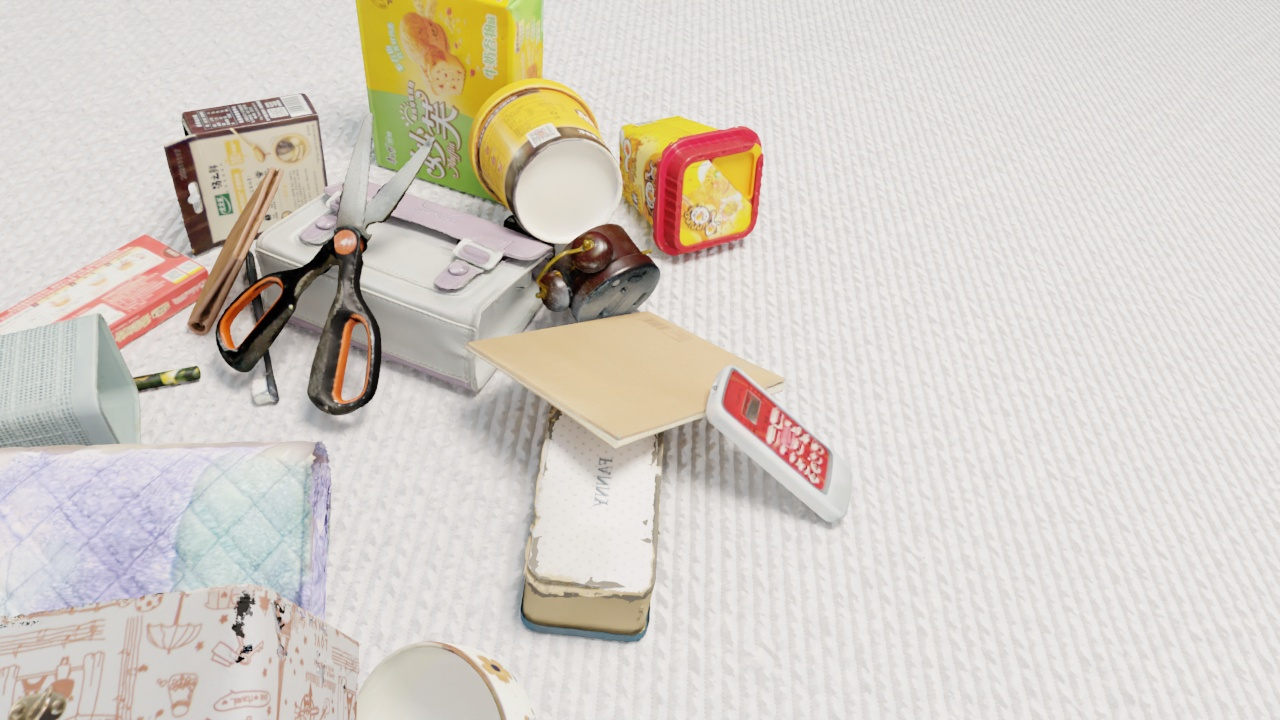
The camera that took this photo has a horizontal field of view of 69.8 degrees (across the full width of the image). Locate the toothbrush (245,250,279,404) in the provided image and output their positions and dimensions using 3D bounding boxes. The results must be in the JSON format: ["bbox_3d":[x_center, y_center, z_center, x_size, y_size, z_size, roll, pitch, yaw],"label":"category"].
[{"bbox_3d":[-0.310,-0.031,0.742,0.018,0.016,0.181,-16,50,-12],"label":"toothbrush"}]

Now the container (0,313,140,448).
[{"bbox_3d":[-0.404,0.036,0.606,0.111,0.090,0.090,-13,48,-18],"label":"container"}]

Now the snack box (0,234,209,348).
[{"bbox_3d":[-0.427,-0.042,0.725,0.075,0.026,0.152,25,46,17],"label":"snack box"}]

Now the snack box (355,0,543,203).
[{"bbox_3d":[-0.175,-0.265,0.863,0.158,0.210,0.069,19,46,11],"label":"snack box"}]

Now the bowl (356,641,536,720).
[{"bbox_3d":[-0.096,0.208,0.486,0.113,0.113,0.062,48,13,33],"label":"bowl"}]

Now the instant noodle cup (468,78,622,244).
[{"bbox_3d":[-0.077,-0.165,0.781,0.118,0.119,0.114,-9,36,-18],"label":"instant noodle cup"}]

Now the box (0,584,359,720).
[{"bbox_3d":[-0.226,0.220,0.395,0.183,0.157,0.193,-8,59,2],"label":"box"}]

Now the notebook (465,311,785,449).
[{"bbox_3d":[-0.004,0.004,0.695,0.149,0.012,0.211,30,26,31],"label":"notebook"}]

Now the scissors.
[{"bbox_3d":[-0.233,-0.069,0.678,0.211,0.021,0.221,-11,83,9],"label":"scissors"}]

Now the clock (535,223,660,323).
[{"bbox_3d":[-0.037,-0.071,0.763,0.121,0.082,0.055,-3,54,-55],"label":"clock"}]

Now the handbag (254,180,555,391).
[{"bbox_3d":[-0.187,-0.075,0.754,0.197,0.099,0.144,20,39,10],"label":"handbag"}]

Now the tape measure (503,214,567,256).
[{"bbox_3d":[-0.088,-0.124,0.860,0.066,0.034,0.065,20,46,11],"label":"tape measure"}]

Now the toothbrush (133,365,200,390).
[{"bbox_3d":[-0.420,0.024,0.665,0.185,0.017,0.012,-12,11,-21],"label":"toothbrush"}]

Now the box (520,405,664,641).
[{"bbox_3d":[-0.029,0.104,0.621,0.090,0.060,0.183,8,46,0],"label":"box"}]

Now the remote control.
[{"bbox_3d":[0.103,0.060,0.665,0.136,0.020,0.055,41,40,-15],"label":"remote control"}]

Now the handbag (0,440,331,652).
[{"bbox_3d":[-0.285,0.114,0.536,0.193,0.076,0.134,1,74,-11],"label":"handbag"}]

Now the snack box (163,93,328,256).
[{"bbox_3d":[-0.340,-0.162,0.799,0.125,0.113,0.053,-17,49,-25],"label":"snack box"}]

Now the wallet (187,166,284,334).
[{"bbox_3d":[-0.318,-0.087,0.725,0.020,0.116,0.101,26,47,-26],"label":"wallet"}]

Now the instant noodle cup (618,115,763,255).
[{"bbox_3d":[0.041,-0.178,0.891,0.115,0.116,0.123,-18,39,-26],"label":"instant noodle cup"}]
